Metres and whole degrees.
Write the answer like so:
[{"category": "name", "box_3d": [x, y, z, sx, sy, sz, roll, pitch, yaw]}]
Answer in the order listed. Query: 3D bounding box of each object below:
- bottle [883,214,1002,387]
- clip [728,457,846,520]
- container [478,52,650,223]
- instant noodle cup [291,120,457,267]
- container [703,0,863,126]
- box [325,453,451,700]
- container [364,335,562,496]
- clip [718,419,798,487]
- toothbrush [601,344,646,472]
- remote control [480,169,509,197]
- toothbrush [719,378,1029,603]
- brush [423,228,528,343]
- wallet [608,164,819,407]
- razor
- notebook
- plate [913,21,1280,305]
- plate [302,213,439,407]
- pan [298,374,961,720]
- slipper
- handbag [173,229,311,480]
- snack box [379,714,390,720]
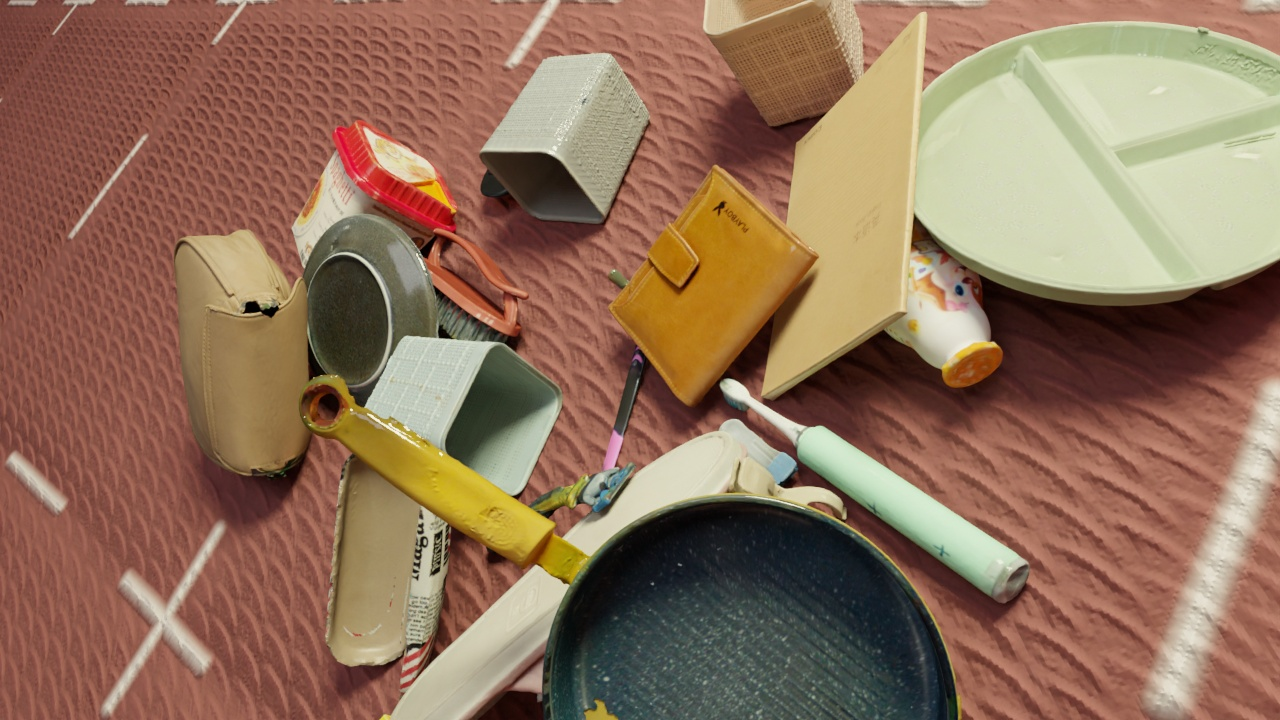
[{"category": "bottle", "box_3d": [0.171, -0.035, 0.542, 0.063, 0.063, 0.108, -30, 51, 14]}, {"category": "clip", "box_3d": [0.085, 0.084, 0.516, 0.098, 0.100, 0.035, 14, 65, 6]}, {"category": "container", "box_3d": [-0.058, -0.188, 0.769, 0.090, 0.090, 0.114, 10, 65, 36]}, {"category": "instant noodle cup", "box_3d": [-0.252, -0.135, 0.852, 0.124, 0.116, 0.116, -46, 47, 17]}, {"category": "container", "box_3d": [0.111, -0.242, 0.675, 0.090, 0.111, 0.089, -10, 57, 27]}, {"category": "box", "box_3d": [-0.165, 0.141, 0.609, 0.085, 0.075, 0.162, -153, 71, -65]}, {"category": "container", "box_3d": [-0.136, 0.036, 0.681, 0.112, 0.090, 0.089, 10, 68, 40]}, {"category": "clip", "box_3d": [0.073, 0.060, 0.574, 0.024, 0.028, 0.057, -46, 47, -6]}, {"category": "toothbrush", "box_3d": [-0.004, 0.004, 0.662, 0.014, 0.017, 0.188, -3, 62, 41]}, {"category": "remote control", "box_3d": [-0.104, -0.202, 0.847, 0.053, 0.024, 0.136, 11, 68, 38]}, {"category": "toothbrush", "box_3d": [0.122, 0.064, 0.536, 0.026, 0.027, 0.224, -34, 45, -21]}, {"category": "brush", "box_3d": [-0.145, -0.058, 0.760, 0.146, 0.063, 0.069, 36, 98, 40]}, {"category": "wallet", "box_3d": [0.042, -0.054, 0.623, 0.131, 0.035, 0.119, -53, 57, 19]}, {"category": "razor", "box_3d": [-0.062, 0.100, 0.610, 0.143, 0.022, 0.042, -32, 9, 39]}, {"category": "notebook", "box_3d": [0.128, -0.093, 0.578, 0.150, 0.012, 0.211, 136, 149, -61]}, {"category": "plate", "box_3d": [0.264, -0.117, 0.522, 0.230, 0.027, 0.229, -9, 49, 11]}, {"category": "plate", "box_3d": [-0.238, -0.034, 0.769, 0.180, 0.024, 0.179, 5, 99, 36]}, {"category": "pan", "box_3d": [-0.016, 0.117, 0.450, 0.357, 0.078, 0.198, 36, 96, 11]}, {"category": "slipper", "box_3d": [-0.036, 0.146, 0.548, 0.274, 0.054, 0.114, -41, 11, -1]}, {"category": "handbag", "box_3d": [-0.332, -0.004, 0.781, 0.148, 0.099, 0.205, 35, 127, 40]}, {"category": "snack box", "box_3d": [-0.150, 0.302, 0.563, 0.087, 0.034, 0.140, -47, 47, -2]}]
